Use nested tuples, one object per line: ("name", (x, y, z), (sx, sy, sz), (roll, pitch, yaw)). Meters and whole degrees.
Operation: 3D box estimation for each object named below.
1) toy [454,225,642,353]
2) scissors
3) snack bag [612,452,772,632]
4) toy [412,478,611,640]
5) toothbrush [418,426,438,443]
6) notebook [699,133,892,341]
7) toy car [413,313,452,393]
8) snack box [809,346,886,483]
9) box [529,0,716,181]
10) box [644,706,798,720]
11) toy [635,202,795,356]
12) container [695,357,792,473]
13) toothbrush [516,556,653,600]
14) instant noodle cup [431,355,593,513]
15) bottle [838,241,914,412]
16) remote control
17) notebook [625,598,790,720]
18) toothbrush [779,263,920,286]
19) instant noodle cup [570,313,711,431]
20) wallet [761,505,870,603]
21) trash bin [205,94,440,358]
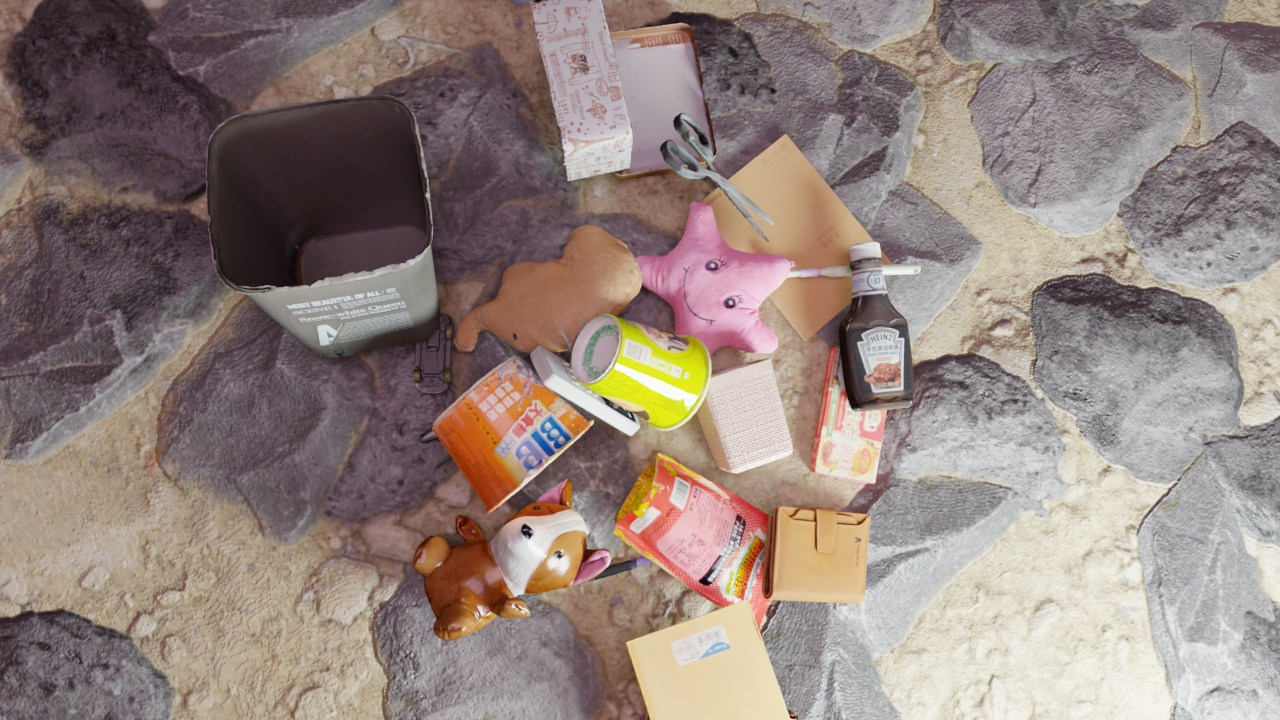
("toy", (-0.106, -0.065, 1.031), (0.226, 0.082, 0.143), (-31, 47, -6))
("scissors", (0.085, -0.202, 1.027), (0.165, 0.014, 0.163), (-9, 76, -47))
("snack bag", (0.079, 0.203, 1.042), (0.208, 0.073, 0.128), (33, 72, -9))
("toy", (-0.141, 0.213, 0.993), (0.199, 0.131, 0.140), (-20, 64, -15))
("toothbrush", (-0.172, 0.048, 1.052), (0.181, 0.018, 0.015), (-29, 94, -6))
("notebook", (0.187, -0.151, 1.111), (0.149, 0.012, 0.211), (-39, 90, -8))
("toy car", (-0.234, -0.007, 1.041), (0.042, 0.035, 0.090), (1, 83, -5))
("snack box", (0.252, 0.065, 1.090), (0.075, 0.025, 0.152), (12, 83, -4))
("box", (-0.014, -0.311, 1.031), (0.205, 0.158, 0.180), (-10, 85, -7))
("box", (0.090, 0.425, 1.012), (0.168, 0.077, 0.091), (6, 83, -5))
("toy", (0.089, -0.090, 1.059), (0.179, 0.074, 0.194), (-21, 89, 7))
("container", (0.115, 0.064, 1.046), (0.090, 0.090, 0.111), (-18, 90, -8))
("toothbrush", (-0.055, 0.245, 1.046), (0.189, 0.017, 0.014), (-13, 93, -9))
("instant noodle cup", (-0.142, 0.074, 0.983), (0.151, 0.151, 0.111), (-41, 90, -8))
("bottle", (0.270, -0.040, 1.065), (0.080, 0.044, 0.195), (-4, 85, -8))
("remote control", (-0.058, 0.034, 1.008), (0.021, 0.058, 0.150), (-45, 132, 13))
("notebook", (0.084, 0.379, 0.983), (0.146, 0.010, 0.206), (-18, 76, -6))
("toothbrush", (0.246, -0.105, 1.100), (0.189, 0.029, 0.020), (-4, 44, -9))
("instant noodle cup", (-0.006, 0.006, 0.989), (0.123, 0.112, 0.111), (23, 81, -38))
("wallet", (0.203, 0.222, 1.050), (0.131, 0.031, 0.107), (10, 83, -25))
("trash bin", (-0.301, -0.118, 0.935), (0.199, 0.220, 0.198), (-10, 69, -7))
